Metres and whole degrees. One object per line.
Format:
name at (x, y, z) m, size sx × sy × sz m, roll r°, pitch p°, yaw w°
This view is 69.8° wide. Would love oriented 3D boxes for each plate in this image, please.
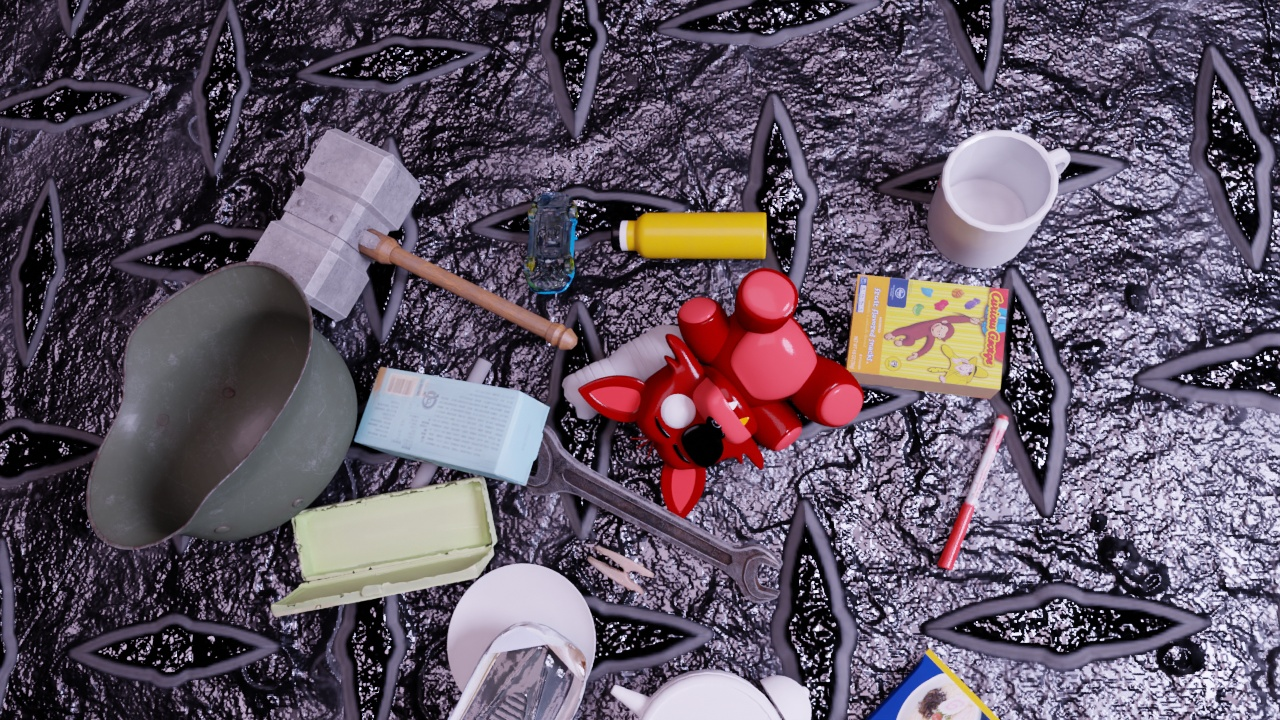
plate at (-0.105, 0.249, 0.812) m, size 0.135 × 0.011 × 0.134 m, roll -2°, pitch 76°, yaw 9°

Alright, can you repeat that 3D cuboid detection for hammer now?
hammer at (-0.197, -0.082, 0.873) m, size 0.318 × 0.083 × 0.162 m, roll 26°, pitch 82°, yaw 15°

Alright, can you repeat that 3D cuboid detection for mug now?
mug at (0.316, -0.145, 0.798) m, size 0.121 × 0.090 × 0.091 m, roll -28°, pitch 73°, yaw 2°

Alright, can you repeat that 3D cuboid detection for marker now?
marker at (0.285, 0.112, 0.781) m, size 0.013 × 0.013 × 0.142 m, roll 23°, pitch 81°, yaw 14°
marker at (-0.179, 0.061, 0.870) m, size 0.016 × 0.016 × 0.140 m, roll 25°, pitch 82°, yaw 14°

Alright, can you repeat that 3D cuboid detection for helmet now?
helmet at (-0.357, 0.064, 0.823) m, size 0.267 × 0.154 × 0.227 m, roll -45°, pitch 55°, yaw -5°

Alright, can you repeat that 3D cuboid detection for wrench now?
wrench at (0.001, 0.134, 0.807) m, size 0.273 × 0.010 × 0.070 m, roll 26°, pitch 118°, yaw 13°

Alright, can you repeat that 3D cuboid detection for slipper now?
slipper at (-0.135, 0.342, 0.766) m, size 0.111 × 0.063 × 0.263 m, roll 29°, pitch 84°, yaw 4°

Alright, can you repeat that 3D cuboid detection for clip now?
clip at (-0.016, 0.181, 0.808) m, size 0.049 × 0.026 × 0.061 m, roll -29°, pitch 75°, yaw 0°

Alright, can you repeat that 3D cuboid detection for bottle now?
bottle at (0.045, -0.117, 0.862) m, size 0.144 × 0.043 × 0.043 m, roll 1°, pitch 76°, yaw 10°
bottle at (-0.005, 0.005, 0.839) m, size 0.136 × 0.044 × 0.044 m, roll -29°, pitch 73°, yaw 1°

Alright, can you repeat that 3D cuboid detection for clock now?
clock at (0.059, 0.317, 0.745) m, size 0.161 × 0.073 × 0.125 m, roll -2°, pitch 76°, yaw 2°

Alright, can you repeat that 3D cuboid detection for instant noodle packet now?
instant noodle packet at (0.217, 0.312, 0.735) m, size 0.134 × 0.026 × 0.087 m, roll -43°, pitch 70°, yaw -3°

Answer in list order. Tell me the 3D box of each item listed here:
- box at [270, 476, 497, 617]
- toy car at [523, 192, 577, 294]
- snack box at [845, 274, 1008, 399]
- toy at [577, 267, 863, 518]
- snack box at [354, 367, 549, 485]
box at (-0.228, 0.159, 0.816) m, size 0.188 × 0.098 × 0.082 m, roll -12°, pitch 91°, yaw 4°
toy car at (-0.085, -0.112, 0.888) m, size 0.048 × 0.032 × 0.105 m, roll -3°, pitch 70°, yaw 9°
snack box at (0.249, -0.021, 0.805) m, size 0.126 × 0.040 × 0.088 m, roll 7°, pitch 77°, yaw 11°
toy at (0.070, 0.029, 0.785) m, size 0.197 × 0.120 × 0.158 m, roll -36°, pitch 106°, yaw 2°
snack box at (-0.171, 0.058, 0.825) m, size 0.175 × 0.053 × 0.075 m, roll 7°, pitch 73°, yaw 31°
